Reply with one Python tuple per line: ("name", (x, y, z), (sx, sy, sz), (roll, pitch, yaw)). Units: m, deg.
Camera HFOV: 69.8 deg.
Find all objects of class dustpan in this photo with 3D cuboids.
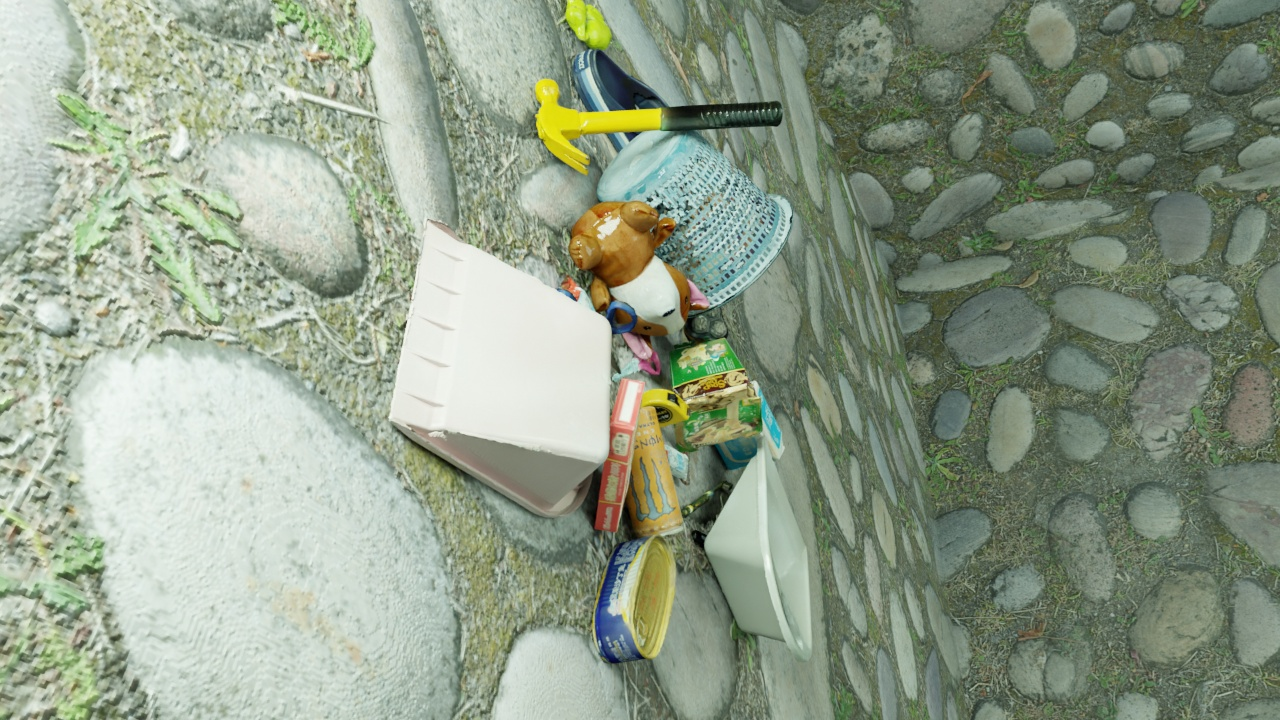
("dustpan", (0.196, 0.265, 1.224), (0.256, 0.143, 0.223), (-45, 122, -39))
("dustpan", (-0.128, 0.033, 0.871), (0.273, 0.139, 0.222), (23, 50, -25))

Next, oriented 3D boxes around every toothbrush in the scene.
("toothbrush", (0.092, 0.189, 1.253), (0.185, 0.017, 0.012), (-13, 124, -67))

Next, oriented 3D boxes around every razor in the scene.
("razor", (0.094, -0.018, 1.293), (0.062, 0.067, 0.168), (-49, 156, -21))

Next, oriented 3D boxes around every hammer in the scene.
("hammer", (0.025, -0.291, 1.110), (0.033, 0.300, 0.128), (103, -22, -62))

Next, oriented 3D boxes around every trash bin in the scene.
("trash bin", (0.057, -0.202, 1.218), (0.195, 0.227, 0.226), (45, 34, -27))

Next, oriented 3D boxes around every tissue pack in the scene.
("tissue pack", (0.146, 0.097, 1.342), (0.140, 0.090, 0.063), (60, 26, -30))

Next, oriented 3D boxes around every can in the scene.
("can", (-0.005, 0.246, 0.954), (0.074, 0.049, 0.147), (61, 26, -27))
("can", (0.005, 0.128, 1.044), (0.058, 0.058, 0.146), (-1, 76, -66))

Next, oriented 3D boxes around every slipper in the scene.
("slipper", (-0.001, -0.345, 1.305), (0.253, 0.095, 0.104), (46, 38, -41))

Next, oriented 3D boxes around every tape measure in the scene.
("tape measure", (0.024, 0.057, 1.134), (0.057, 0.060, 0.028), (45, 37, -39))

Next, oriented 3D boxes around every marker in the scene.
("marker", (0.100, 0.248, 1.233), (0.124, 0.015, 0.018), (38, 43, -51))

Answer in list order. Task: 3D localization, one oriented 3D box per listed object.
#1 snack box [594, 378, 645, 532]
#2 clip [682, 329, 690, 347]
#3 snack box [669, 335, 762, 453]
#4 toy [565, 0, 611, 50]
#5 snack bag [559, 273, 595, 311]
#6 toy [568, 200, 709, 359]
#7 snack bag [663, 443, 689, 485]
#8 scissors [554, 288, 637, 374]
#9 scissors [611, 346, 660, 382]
("snack box", (-0.022, 0.099, 0.945), (0.075, 0.025, 0.153), (-76, 176, -52))
("clip", (0.067, -0.068, 1.348), (0.094, 0.035, 0.102), (57, 35, -42))
("snack box", (0.091, 0.041, 1.219), (0.118, 0.118, 0.105), (78, -2, -51))
("toy", (-0.074, -0.476, 1.300), (0.100, 0.031, 0.096), (40, 40, -46))
("snack bag", (-0.063, -0.047, 1.047), (0.045, 0.026, 0.105), (-86, 151, -58))
("toy", (0.001, -0.099, 1.106), (0.200, 0.140, 0.130), (59, -5, -38))
("snack bag", (0.038, 0.127, 1.157), (0.104, 0.026, 0.048), (31, 54, -59))
("scissors", (-0.039, -0.027, 0.965), (0.166, 0.155, 0.012), (38, 58, -39))
("scissors", (-0.007, 0.007, 1.155), (0.054, 0.017, 0.133), (64, 28, -3))
